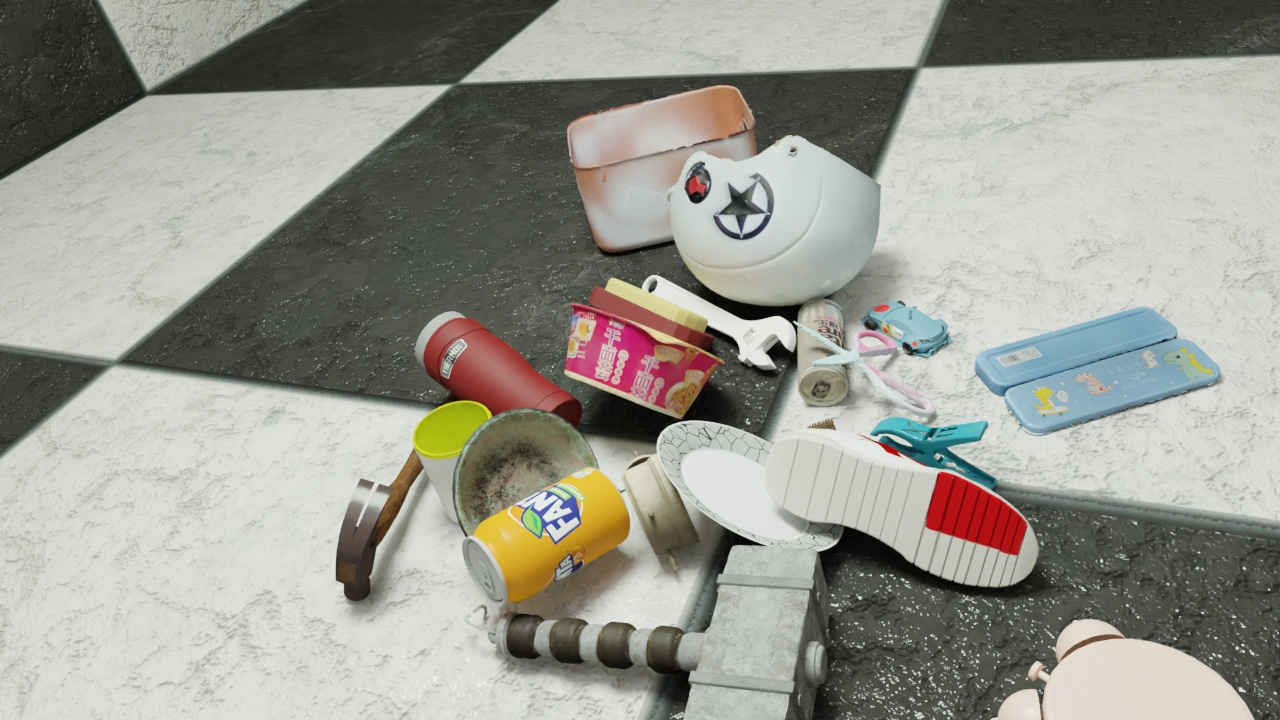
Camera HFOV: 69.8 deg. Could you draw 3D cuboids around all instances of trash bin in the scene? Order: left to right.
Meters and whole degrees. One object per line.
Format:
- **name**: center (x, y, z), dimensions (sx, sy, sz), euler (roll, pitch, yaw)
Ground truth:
- **trash bin**: center (0.039, -0.277, 1.337), dimensions (0.260, 0.157, 0.181), euler (-13, 37, 2)

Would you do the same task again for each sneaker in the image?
- **sneaker**: center (0.237, 0.120, 0.830), dimensions (0.237, 0.090, 0.104), euler (16, 16, 22)

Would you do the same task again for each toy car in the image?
- **toy car**: center (0.304, -0.045, 1.059), dimensions (0.060, 0.027, 0.108), euler (-30, 40, -20)

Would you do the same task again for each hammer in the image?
- **hammer**: center (-0.245, 0.113, 0.991), dimensions (0.033, 0.115, 0.322), euler (16, 33, 3)
- **hammer**: center (-0.010, 0.238, 0.763), dimensions (0.327, 0.079, 0.176), euler (-2, 38, 24)

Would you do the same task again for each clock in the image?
- **clock**: center (0.010, 0.130, 0.881), dimensions (0.054, 0.093, 0.140), euler (-24, 30, -3)
- **clock**: center (0.343, 0.251, 0.627), dimensions (0.130, 0.086, 0.161), euler (-35, 36, -26)

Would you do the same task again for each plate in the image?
- **plate**: center (0.099, 0.119, 0.856), dimensions (0.188, 0.016, 0.188), euler (20, 24, -10)

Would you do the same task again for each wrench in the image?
- **wrench**: center (0.087, -0.056, 1.132), dimensions (0.273, 0.018, 0.066), euler (31, 92, 47)

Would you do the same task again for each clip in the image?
- **clip**: center (0.282, 0.091, 0.884), dimensions (0.121, 0.104, 0.027), euler (14, 41, 41)

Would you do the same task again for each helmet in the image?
- **helmet**: center (0.153, -0.146, 1.108), dimensions (0.265, 0.236, 0.163), euler (-3, 78, 37)

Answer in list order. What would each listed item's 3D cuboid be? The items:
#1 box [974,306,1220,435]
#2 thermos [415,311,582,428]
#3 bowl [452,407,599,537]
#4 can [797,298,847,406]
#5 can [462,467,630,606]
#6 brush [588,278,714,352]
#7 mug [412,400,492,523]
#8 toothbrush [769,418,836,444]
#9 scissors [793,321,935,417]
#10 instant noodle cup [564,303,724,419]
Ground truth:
- **box**: center (0.468, 0.006, 0.947), dimensions (0.209, 0.021, 0.125), euler (-16, 36, -2)
- **thermos**: center (-0.157, 0.026, 1.048), dimensions (0.199, 0.108, 0.084), euler (34, 96, 27)
- **bowl**: center (-0.114, 0.127, 0.896), dimensions (0.157, 0.157, 0.039), euler (-41, 12, -31)
- **can**: center (0.203, -0.013, 1.028), dimensions (0.054, 0.054, 0.135), euler (-4, 38, 13)
- **can**: center (-0.083, 0.159, 0.836), dimensions (0.142, 0.079, 0.079), euler (-25, 37, -33)
- **brush**: center (0.015, -0.058, 1.118), dimensions (0.173, 0.082, 0.042), euler (27, 96, 41)
- **mug**: center (-0.180, 0.108, 0.952), dimensions (0.082, 0.106, 0.082), euler (-9, 37, 6)
- **toothbrush**: center (0.124, 0.093, 0.949), dimensions (0.167, 0.016, 0.016), euler (-19, 36, -5)
- **scissors**: center (0.243, 0.007, 0.969), dimensions (0.170, 0.014, 0.173), euler (-6, 46, -46)
- **instant noodle cup**: center (-0.006, 0.006, 0.991), dimensions (0.179, 0.178, 0.077), euler (20, 88, 37)
